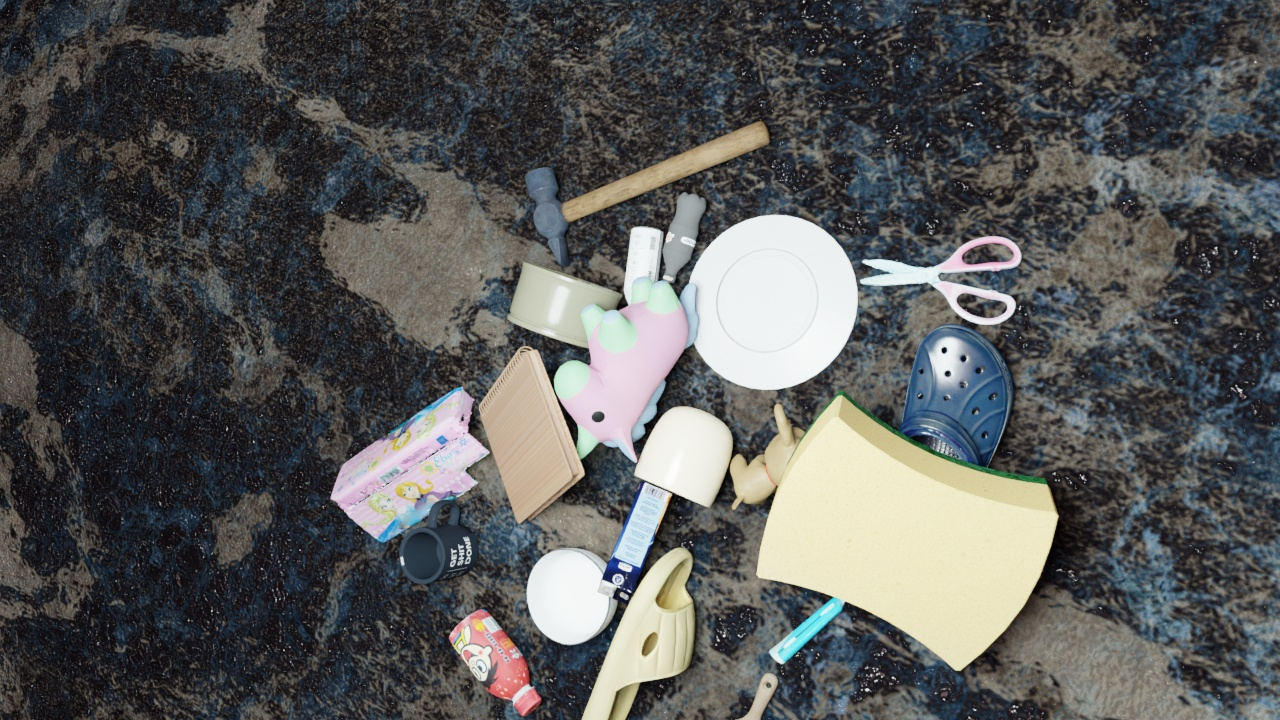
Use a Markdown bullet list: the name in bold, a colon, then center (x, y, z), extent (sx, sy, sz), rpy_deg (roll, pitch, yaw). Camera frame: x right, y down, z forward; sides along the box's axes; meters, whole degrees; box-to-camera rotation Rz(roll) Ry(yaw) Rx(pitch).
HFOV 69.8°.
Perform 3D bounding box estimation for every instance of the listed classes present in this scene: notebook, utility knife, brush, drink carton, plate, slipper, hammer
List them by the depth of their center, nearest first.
- **brush**: center (0.258, 0.168, 0.913), extent (0.250, 0.075, 0.195), rpy_deg (24, 113, 8)
- **slipper**: center (0.316, 0.089, 0.955), extent (0.105, 0.095, 0.253), rpy_deg (14, 95, 26)
- **utility knife**: center (0.194, 0.295, 1.031), extent (0.124, 0.015, 0.022), rpy_deg (-47, 40, 11)
- **brush**: center (0.122, 0.427, 1.051), extent (0.039, 0.012, 0.151), rpy_deg (27, 96, 24)
- **slipper**: center (0.010, 0.344, 1.055), extent (0.079, 0.111, 0.262), rpy_deg (28, 101, 26)
- **drink carton**: center (-0.007, 0.213, 1.067), extent (0.040, 0.064, 0.129), rpy_deg (21, 63, 5)
- **plate**: center (0.149, -0.070, 1.082), extent (0.209, 0.015, 0.208), rpy_deg (-2, 84, 23)
- **notebook**: center (-0.141, 0.094, 1.121), extent (0.211, 0.022, 0.169), rpy_deg (-45, 63, 57)
- **hammer**: center (0.009, -0.225, 1.149), extent (0.322, 0.040, 0.129), rpy_deg (-18, 82, 20)

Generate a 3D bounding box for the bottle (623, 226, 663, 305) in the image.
- **bottle**: center (0.002, -0.105, 1.136), extent (0.041, 0.041, 0.116), rpy_deg (6, 88, 24)

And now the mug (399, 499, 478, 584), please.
- **mug**: center (-0.261, 0.235, 1.200), extent (0.071, 0.077, 0.105), rpy_deg (6, 88, 24)

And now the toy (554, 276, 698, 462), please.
- **toy**: center (-0.006, 0.006, 1.077), extent (0.120, 0.221, 0.171), rpy_deg (21, 137, 54)

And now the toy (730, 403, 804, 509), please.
- **toy**: center (0.153, 0.121, 1.020), extent (0.108, 0.105, 0.134), rpy_deg (-35, 95, 27)

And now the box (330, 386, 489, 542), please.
- **box**: center (-0.302, 0.145, 1.253), extent (0.231, 0.105, 0.086), rpy_deg (-32, 30, 18)

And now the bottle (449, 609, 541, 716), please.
- **bottle**: center (-0.179, 0.385, 1.160), extent (0.137, 0.062, 0.062), rpy_deg (45, 103, 22)

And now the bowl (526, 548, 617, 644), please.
- **bowl**: center (-0.076, 0.284, 1.123), extent (0.114, 0.063, 0.113), rpy_deg (-2, 85, 23)

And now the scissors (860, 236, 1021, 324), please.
- **scissors**: center (0.324, -0.078, 1.008), extent (0.179, 0.016, 0.105), rpy_deg (-4, 84, 23)

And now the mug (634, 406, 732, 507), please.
- **mug**: center (0.050, 0.105, 1.073), extent (0.120, 0.096, 0.099), rpy_deg (9, 74, 63)

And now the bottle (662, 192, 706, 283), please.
- **bottle**: center (0.050, -0.149, 1.121), extent (0.036, 0.036, 0.110), rpy_deg (18, 92, 24)

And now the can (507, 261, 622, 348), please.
- **can**: center (-0.094, -0.067, 1.128), extent (0.128, 0.127, 0.073), rpy_deg (21, 95, 24)
